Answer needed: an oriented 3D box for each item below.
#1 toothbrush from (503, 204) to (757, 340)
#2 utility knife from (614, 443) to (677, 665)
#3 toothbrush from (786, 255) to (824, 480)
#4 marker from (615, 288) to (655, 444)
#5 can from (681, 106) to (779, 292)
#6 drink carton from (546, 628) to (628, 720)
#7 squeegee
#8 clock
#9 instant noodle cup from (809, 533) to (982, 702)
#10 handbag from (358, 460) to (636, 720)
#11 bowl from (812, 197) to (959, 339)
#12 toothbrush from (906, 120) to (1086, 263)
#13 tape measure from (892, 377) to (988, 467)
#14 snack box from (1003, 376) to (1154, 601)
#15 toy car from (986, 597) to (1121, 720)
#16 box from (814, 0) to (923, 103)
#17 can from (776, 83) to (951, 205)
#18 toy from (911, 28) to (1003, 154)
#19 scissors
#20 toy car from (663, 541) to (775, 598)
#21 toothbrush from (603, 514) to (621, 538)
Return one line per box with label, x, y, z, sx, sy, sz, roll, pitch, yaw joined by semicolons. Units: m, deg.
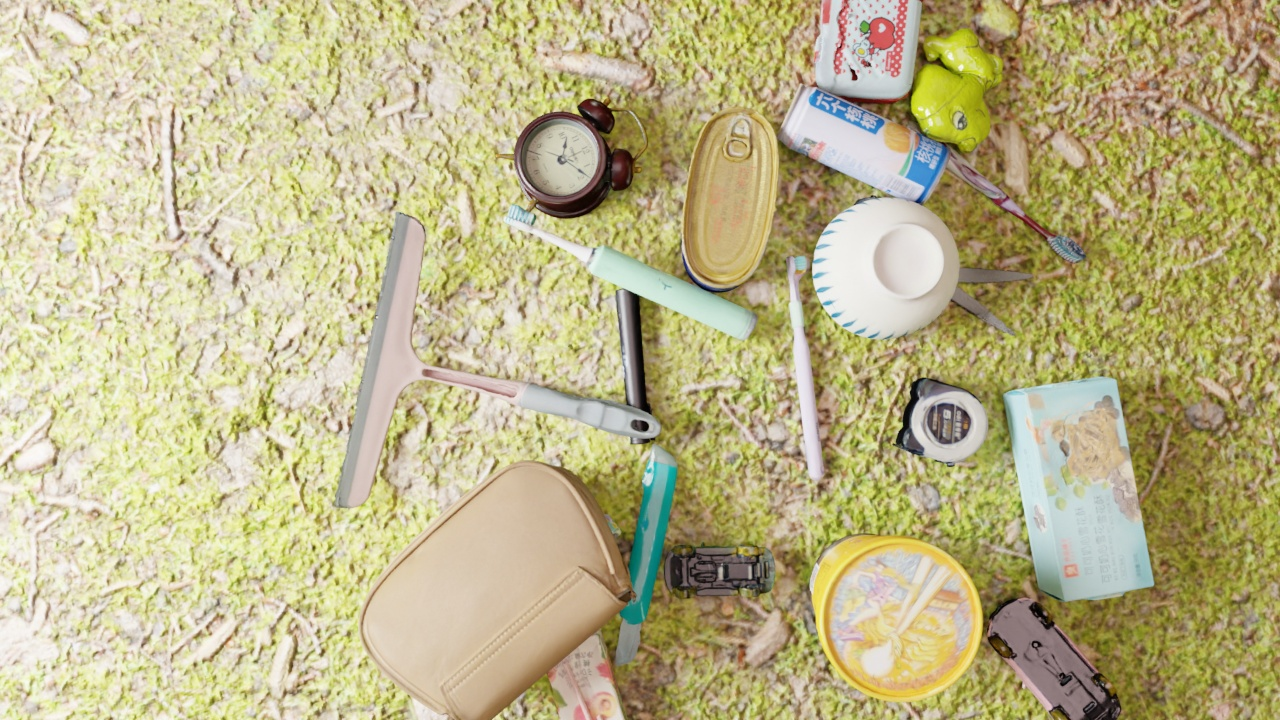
toothbrush;-0.008;-0.071;0.752;0.224;0.026;0.027;23;85;-9
utility knife;0.003;0.163;0.769;0.029;0.013;0.186;12;87;3
toothbrush;0.140;0.006;0.772;0.021;0.029;0.189;-6;90;40
marker;-0.005;0.005;0.771;0.022;0.020;0.132;-5;89;-14
can;0.073;-0.131;0.760;0.074;0.049;0.148;8;88;0
drink carton;-0.040;0.284;0.749;0.053;0.045;0.122;-19;89;-2
squeegee;-0.104;0.028;0.760;0.249;0.040;0.247;13;92;2
clock;-0.052;-0.167;0.758;0.122;0.055;0.082;-24;88;2
instant noodle cup;0.188;0.189;0.717;0.118;0.114;0.118;0;88;-1
handbag;-0.108;0.179;0.717;0.204;0.100;0.147;-40;76;2
bowl;0.202;-0.076;0.735;0.116;0.066;0.116;0;89;-3
toothbrush;0.300;-0.143;0.775;0.187;0.017;0.016;39;89;1
tape measure;0.251;0.052;0.762;0.066;0.033;0.066;19;90;3
snack box;0.356;0.104;0.751;0.074;0.051;0.175;-10;88;-1
toy car;0.338;0.252;0.756;0.056;0.037;0.122;-38;76;-4
box;0.193;-0.318;0.767;0.086;0.047;0.201;5;89;0
can;0.183;-0.179;0.759;0.134;0.053;0.053;25;88;1
toy;0.262;-0.226;0.769;0.100;0.031;0.096;-43;87;-11
scissors;0.240;-0.074;0.778;0.177;0.014;0.159;-24;90;-2
toy car;0.064;0.173;0.757;0.091;0.036;0.043;-1;89;-1
toothbrush;-0.093;0.198;0.767;0.189;0.029;0.020;-41;129;0
